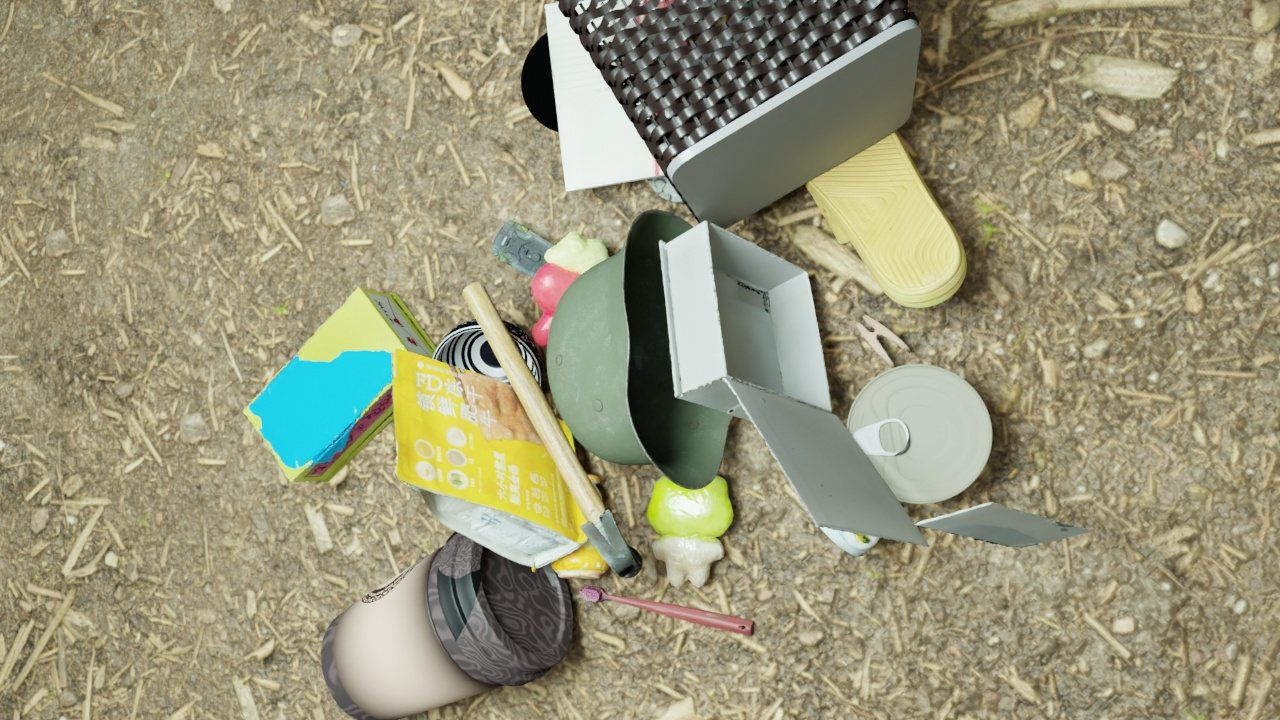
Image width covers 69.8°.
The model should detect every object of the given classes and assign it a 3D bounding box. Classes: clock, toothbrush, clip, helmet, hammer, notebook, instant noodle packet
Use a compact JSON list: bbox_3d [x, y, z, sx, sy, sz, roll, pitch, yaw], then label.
[{"bbox_3d":[0.194,0.142,0.868,0.057,0.117,0.083,-47,74,16],"label":"clock"},{"bbox_3d":[0.024,0.263,0.966,0.190,0.016,0.016,7,87,19],"label":"toothbrush"},{"bbox_3d":[0.236,-0.015,0.916,0.061,0.025,0.045,40,97,24],"label":"clip"},{"bbox_3d":[-0.005,0.005,0.910,0.154,0.226,0.267,-20,69,32],"label":"helmet"},{"bbox_3d":[-0.092,0.061,0.899,0.033,0.132,0.330,-30,73,-3],"label":"hammer"},{"bbox_3d":[-0.019,-0.293,0.975,0.153,0.012,0.208,-8,86,12],"label":"notebook"},{"bbox_3d":[-0.160,0.094,0.910,0.084,0.221,0.162,-33,45,22],"label":"instant noodle packet"}]

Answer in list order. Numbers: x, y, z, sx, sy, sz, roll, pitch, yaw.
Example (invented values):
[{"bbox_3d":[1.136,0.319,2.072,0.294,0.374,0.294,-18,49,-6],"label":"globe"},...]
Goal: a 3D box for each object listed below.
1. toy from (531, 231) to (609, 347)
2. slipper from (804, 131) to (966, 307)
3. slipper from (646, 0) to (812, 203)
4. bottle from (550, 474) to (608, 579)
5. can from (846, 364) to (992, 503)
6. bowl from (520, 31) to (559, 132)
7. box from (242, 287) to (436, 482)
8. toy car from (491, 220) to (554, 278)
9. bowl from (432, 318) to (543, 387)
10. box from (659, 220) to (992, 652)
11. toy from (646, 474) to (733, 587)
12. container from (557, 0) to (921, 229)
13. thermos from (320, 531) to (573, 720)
[{"bbox_3d":[-0.075,-0.072,0.999,0.091,0.045,0.135,11,105,-20],"label":"toy"},{"bbox_3d":[0.232,-0.152,0.896,0.100,0.078,0.263,-31,56,12],"label":"slipper"},{"bbox_3d":[0.099,-0.285,0.967,0.098,0.054,0.269,35,98,15],"label":"slipper"},{"bbox_3d":[-0.063,0.177,0.978,0.063,0.063,0.109,-4,74,18],"label":"bottle"},{"bbox_3d":[0.264,0.070,0.872,0.128,0.073,0.127,-2,85,18],"label":"can"},{"bbox_3d":[-0.065,-0.305,1.019,0.124,0.052,0.124,0,88,11],"label":"bowl"},{"bbox_3d":[-0.349,0.032,1.079,0.221,0.079,0.124,-45,73,13],"label":"box"},{"bbox_3d":[-0.116,-0.115,1.034,0.105,0.033,0.048,31,94,4],"label":"toy car"},{"bbox_3d":[-0.165,0.004,1.017,0.120,0.066,0.120,1,116,3],"label":"bowl"},{"bbox_3d":[0.133,0.066,0.793,0.109,0.166,0.418,-40,51,32],"label":"box"},{"bbox_3d":[0.051,0.176,0.951,0.092,0.043,0.118,-1,88,16],"label":"toy"},{"bbox_3d":[0.083,-0.291,0.813,0.247,0.245,0.243,-29,78,9],"label":"container"},{"bbox_3d":[-0.209,0.284,0.969,0.227,0.172,0.172,-29,77,21],"label":"thermos"}]
